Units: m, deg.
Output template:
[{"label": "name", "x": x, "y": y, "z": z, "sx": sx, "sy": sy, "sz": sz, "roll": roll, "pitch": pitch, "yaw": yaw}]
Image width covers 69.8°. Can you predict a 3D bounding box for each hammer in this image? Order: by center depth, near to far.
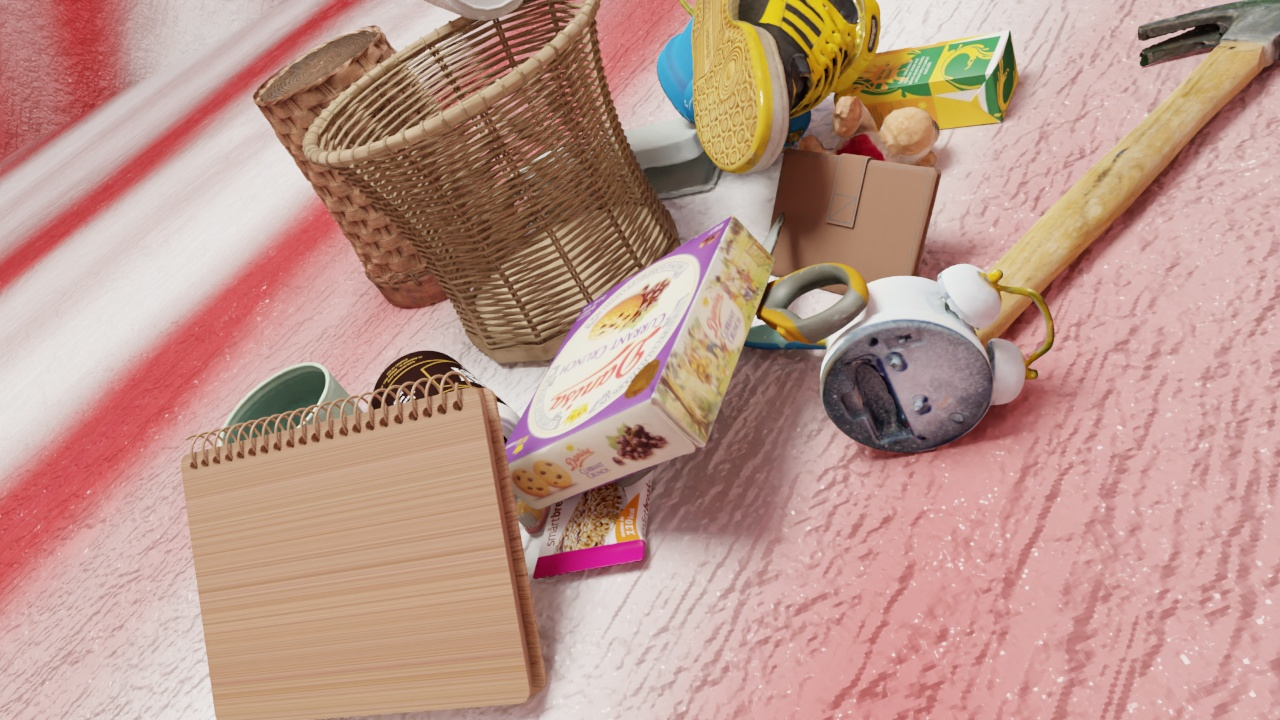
[{"label": "hammer", "x": 0.290, "y": -0.116, "z": 0.544, "sx": 0.330, "sy": 0.033, "sz": 0.132, "roll": -41, "pitch": 39, "yaw": -14}]

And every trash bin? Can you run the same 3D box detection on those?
[{"label": "trash bin", "x": -0.219, "y": -0.173, "z": 0.807, "sx": 0.151, "sy": 0.210, "sz": 0.151, "roll": -18, "pitch": 37, "yaw": 14}]

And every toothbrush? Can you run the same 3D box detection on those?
[{"label": "toothbrush", "x": 0.113, "y": -0.012, "z": 0.552, "sx": 0.135, "sy": 0.017, "sz": 0.022, "roll": 7, "pitch": 50, "yaw": 39}, {"label": "toothbrush", "x": -0.054, "y": 0.038, "z": 0.611, "sx": 0.015, "sy": 0.016, "sz": 0.184, "roll": -19, "pitch": 36, "yaw": 25}]

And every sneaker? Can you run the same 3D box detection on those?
[{"label": "sneaker", "x": 0.107, "y": -0.204, "z": 0.644, "sx": 0.122, "sy": 0.086, "sz": 0.238, "roll": 11, "pitch": 50, "yaw": -16}]

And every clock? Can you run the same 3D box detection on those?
[{"label": "clock", "x": 0.146, "y": -0.002, "z": 0.463, "sx": 0.118, "sy": 0.083, "sz": 0.056, "roll": -17, "pitch": 32, "yaw": 24}, {"label": "clock", "x": 0.080, "y": -0.223, "z": 0.745, "sx": 0.061, "sy": 0.116, "sz": 0.161, "roll": -50, "pitch": 42, "yaw": 45}]

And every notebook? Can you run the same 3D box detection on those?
[{"label": "notebook", "x": -0.161, "y": 0.106, "z": 0.502, "sx": 0.211, "sy": 0.022, "sz": 0.169, "roll": -13, "pitch": 84, "yaw": 22}]

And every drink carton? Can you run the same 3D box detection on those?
[{"label": "drink carton", "x": 0.213, "y": -0.206, "z": 0.692, "sx": 0.123, "sy": 0.041, "sz": 0.058, "roll": 3, "pitch": 47, "yaw": 36}]

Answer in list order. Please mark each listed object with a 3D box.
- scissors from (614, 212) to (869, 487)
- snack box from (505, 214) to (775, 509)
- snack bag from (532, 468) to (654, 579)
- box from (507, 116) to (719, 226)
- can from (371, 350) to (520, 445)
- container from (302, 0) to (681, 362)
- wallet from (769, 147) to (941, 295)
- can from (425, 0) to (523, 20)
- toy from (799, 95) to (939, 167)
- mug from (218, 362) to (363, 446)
[{"label": "scissors", "x": 0.048, "y": -0.013, "z": 0.540, "sx": 0.226, "sy": 0.016, "sz": 0.225, "roll": -50, "pitch": 17, "yaw": -4}, {"label": "snack box", "x": -0.003, "y": 0.003, "z": 0.524, "sx": 0.144, "sy": 0.040, "sz": 0.147, "roll": -27, "pitch": 28, "yaw": 44}, {"label": "snack bag", "x": -0.019, "y": 0.048, "z": 0.573, "sx": 0.070, "sy": 0.016, "sz": 0.196, "roll": -15, "pitch": 39, "yaw": 22}, {"label": "box", "x": -0.024, "y": -0.173, "z": 0.809, "sx": 0.199, "sy": 0.070, "sz": 0.085, "roll": -7, "pitch": 61, "yaw": 30}, {"label": "can", "x": -0.125, "y": 0.043, "z": 0.597, "sx": 0.071, "sy": 0.072, "sz": 0.129, "roll": -40, "pitch": 32, "yaw": -13}, {"label": "container", "x": -0.092, "y": -0.134, "z": 0.678, "sx": 0.227, "sy": 0.196, "sz": 0.226, "roll": -20, "pitch": 35, "yaw": 14}, {"label": "wallet", "x": 0.131, "y": -0.087, "z": 0.588, "sx": 0.013, "sy": 0.087, "sz": 0.121, "roll": -1, "pitch": 17, "yaw": -40}, {"label": "can", "x": -0.131, "y": -0.293, "z": 0.664, "sx": 0.078, "sy": 0.078, "sz": 0.136, "roll": -35, "pitch": 34, "yaw": -7}, {"label": "toy", "x": 0.171, "y": -0.140, "z": 0.633, "sx": 0.105, "sy": 0.085, "sz": 0.074, "roll": -25, "pitch": -11, "yaw": -31}, {"label": "mug", "x": -0.223, "y": 0.075, "z": 0.606, "sx": 0.111, "sy": 0.104, "sz": 0.084, "roll": -38, "pitch": 37, "yaw": -12}]
